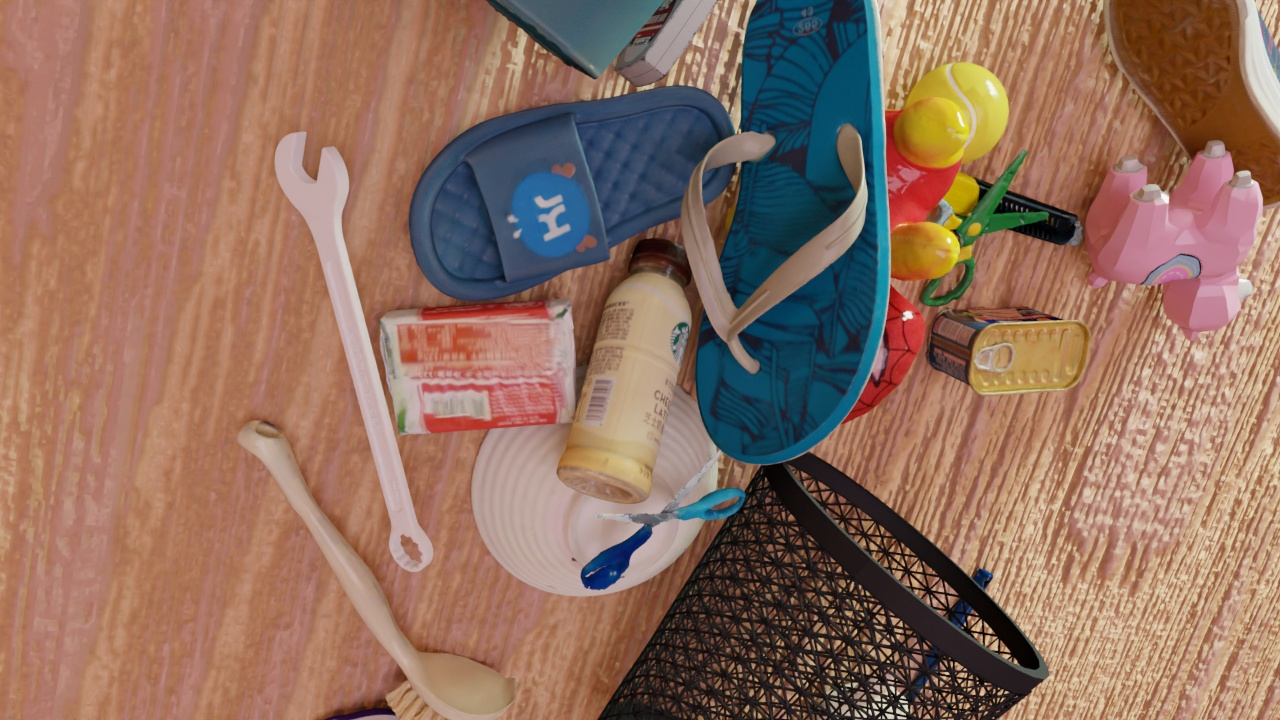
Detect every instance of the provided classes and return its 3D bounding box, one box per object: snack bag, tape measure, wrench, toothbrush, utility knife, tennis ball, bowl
[{"bbox_3d":[-0.096,0.004,0.565,0.116,0.036,0.077,-4,108,-1],"label":"snack bag"},{"bbox_3d":[0.014,-0.190,0.537,0.020,0.060,0.062,33,94,-23],"label":"tape measure"},{"bbox_3d":[-0.165,0.003,0.545,0.047,0.009,0.273,-1,108,30],"label":"wrench"},{"bbox_3d":[0.247,0.260,0.774,0.016,0.017,0.190,23,99,-23],"label":"toothbrush"},{"bbox_3d":[0.256,-0.110,0.659,0.174,0.020,0.029,13,123,-21],"label":"utility knife"},{"bbox_3d":[0.207,-0.161,0.602,0.065,0.065,0.065,-5,108,-16],"label":"tennis ball"},{"bbox_3d":[-0.020,0.096,0.612,0.177,0.071,0.177,-5,109,-15],"label":"bowl"}]

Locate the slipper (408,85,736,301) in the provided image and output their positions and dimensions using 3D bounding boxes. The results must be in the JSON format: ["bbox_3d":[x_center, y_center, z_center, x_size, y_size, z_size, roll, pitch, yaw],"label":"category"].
[{"bbox_3d":[-0.037,-0.106,0.550,0.213,0.059,0.104,-24,110,-11],"label":"slipper"}]

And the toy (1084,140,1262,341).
[{"bbox_3d":[0.398,-0.080,0.683,0.123,0.067,0.158,-9,132,9],"label":"toy"}]

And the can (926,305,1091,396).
[{"bbox_3d":[0.267,-0.009,0.673,0.099,0.059,0.054,-3,107,-17],"label":"can"}]

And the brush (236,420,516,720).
[{"bbox_3d":[-0.174,0.151,0.595,0.077,0.062,0.272,-34,109,-10],"label":"brush"}]

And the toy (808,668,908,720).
[{"bbox_3d":[0.179,0.287,0.744,0.087,0.050,0.112,4,102,-18],"label":"toy"}]

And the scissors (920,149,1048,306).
[{"bbox_3d":[0.226,-0.095,0.643,0.127,0.011,0.126,18,115,-25],"label":"scissors"}]

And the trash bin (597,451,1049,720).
[{"bbox_3d":[0.101,0.218,0.621,0.217,0.217,0.243,33,101,-23],"label":"trash bin"}]

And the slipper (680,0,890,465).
[{"bbox_3d":[0.083,-0.084,0.525,0.060,0.118,0.295,3,92,-61],"label":"slipper"}]

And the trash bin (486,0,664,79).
[{"bbox_3d":[-0.024,-0.274,0.437,0.199,0.196,0.219,33,101,-22],"label":"trash bin"}]

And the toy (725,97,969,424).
[{"bbox_3d":[0.128,-0.060,0.583,0.098,0.148,0.216,2,106,-47],"label":"toy"}]

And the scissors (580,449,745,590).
[{"bbox_3d":[0.013,0.099,0.553,0.133,0.014,0.127,-47,148,21],"label":"scissors"}]

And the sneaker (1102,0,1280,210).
[{"bbox_3d":[0.406,-0.216,0.652,0.235,0.088,0.079,47,58,-23],"label":"sneaker"}]

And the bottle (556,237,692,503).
[{"bbox_3d":[-0.003,0.003,0.562,0.056,0.057,0.161,24,67,-22],"label":"bottle"}]

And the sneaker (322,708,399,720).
[{"bbox_3d":[-0.236,0.339,0.599,0.244,0.111,0.092,-43,114,-1],"label":"sneaker"}]
